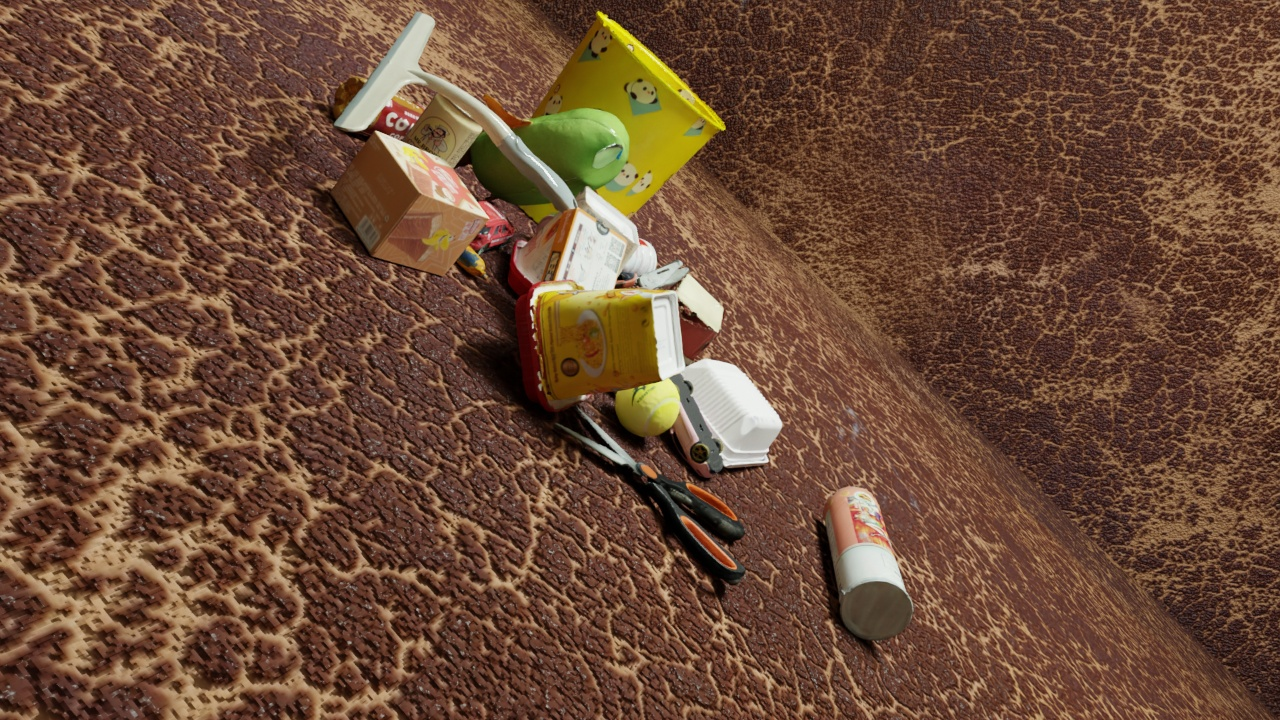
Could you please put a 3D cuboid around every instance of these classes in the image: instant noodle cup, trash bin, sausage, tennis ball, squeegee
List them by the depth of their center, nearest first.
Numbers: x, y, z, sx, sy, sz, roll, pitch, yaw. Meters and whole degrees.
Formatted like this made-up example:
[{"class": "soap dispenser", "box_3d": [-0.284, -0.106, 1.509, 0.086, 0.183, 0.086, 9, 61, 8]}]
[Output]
[{"class": "instant noodle cup", "box_3d": [-0.032, -0.018, 0.821, 0.116, 0.124, 0.116, -20, 105, -69]}, {"class": "squeegee", "box_3d": [-0.144, -0.219, 0.897, 0.246, 0.039, 0.245, 37, 37, -23]}, {"class": "tennis ball", "box_3d": [0.007, 0.043, 0.913, 0.065, 0.066, 0.065, 38, 19, -15]}, {"class": "sausage", "box_3d": [-0.215, -0.141, 0.936, 0.165, 0.021, 0.021, 43, 18, 2]}, {"class": "instant noodle cup", "box_3d": [-0.070, -0.116, 1.018, 0.116, 0.124, 0.116, 37, 19, -19]}, {"class": "instant noodle cup", "box_3d": [0.103, 0.055, 1.082, 0.138, 0.060, 0.173, 53, 15, 19]}, {"class": "trash bin", "box_3d": [-0.052, -0.304, 1.272, 0.229, 0.256, 0.229, 38, 19, -16]}]

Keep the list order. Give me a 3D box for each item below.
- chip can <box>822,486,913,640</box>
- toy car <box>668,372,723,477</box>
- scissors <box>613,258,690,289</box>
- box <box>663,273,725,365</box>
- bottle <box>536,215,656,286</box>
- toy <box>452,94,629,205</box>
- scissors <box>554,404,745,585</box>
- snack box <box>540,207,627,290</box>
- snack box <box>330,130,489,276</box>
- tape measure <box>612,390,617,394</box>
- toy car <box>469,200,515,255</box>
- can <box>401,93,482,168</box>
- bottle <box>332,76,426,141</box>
[{"class": "chip can", "box_3d": [0.245, 0.217, 1.016, 0.071, 0.071, 0.214, 40, 17, -8]}, {"class": "toy car", "box_3d": [0.050, 0.068, 0.975, 0.122, 0.037, 0.056, 65, 20, 8]}, {"class": "scissors", "box_3d": [-0.008, -0.109, 1.209, 0.194, 0.015, 0.205, 21, 38, -17]}, {"class": "box", "box_3d": [0.069, -0.068, 1.279, 0.091, 0.079, 0.168, 42, 17, -5]}, {"class": "bottle", "box_3d": [-0.058, -0.148, 1.220, 0.196, 0.068, 0.068, 12, 35, -53]}, {"class": "toy", "box_3d": [-0.116, -0.232, 1.056, 0.227, 0.247, 0.090, 31, 59, -55]}, {"class": "scissors", "box_3d": [0.020, 0.122, 0.844, 0.224, 0.022, 0.221, 22, 21, -52]}, {"class": "snack box", "box_3d": [-0.064, -0.068, 0.918, 0.075, 0.153, 0.026, 29, -21, -39]}, {"class": "snack box", "box_3d": [-0.214, -0.144, 0.854, 0.092, 0.077, 0.094, 52, 20, 26]}, {"class": "tape measure", "box_3d": [-0.005, 0.019, 0.976, 0.057, 0.029, 0.059, 39, 41, -16]}, {"class": "toy car", "box_3d": [-0.172, -0.149, 1.011, 0.053, 0.045, 0.120, 44, 16, -2]}, {"class": "can", "box_3d": [-0.218, -0.224, 0.964, 0.058, 0.116, 0.058, 38, 18, -15]}, {"class": "bottle", "box_3d": [-0.270, -0.272, 1.059, 0.057, 0.057, 0.174, 51, 19, 22]}]
